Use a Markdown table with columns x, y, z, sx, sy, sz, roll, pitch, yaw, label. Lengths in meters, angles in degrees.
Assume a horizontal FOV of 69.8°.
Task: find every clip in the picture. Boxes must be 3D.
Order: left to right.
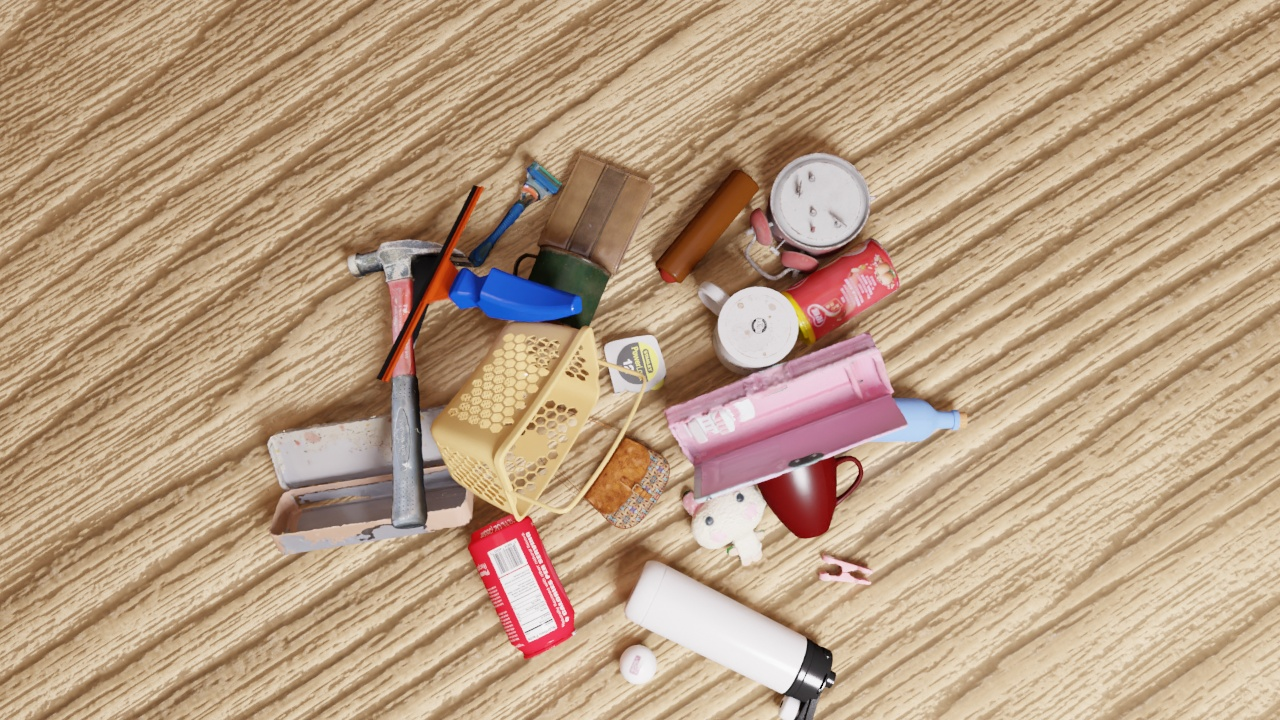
| x | y | z | sx | sy | sz | roll | pitch | yaw | label |
| --- | --- | --- | --- | --- | --- | --- | --- | --- | --- |
| 0.222 | 0.234 | 0.999 | 0.060 | 0.023 | 0.044 | 31 | 90 | 6 | clip |

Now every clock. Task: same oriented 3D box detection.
| x | y | z | sx | sy | sz | roll | pitch | yaw | label |
| --- | --- | --- | --- | --- | --- | --- | --- | --- | --- |
| 0.184 | -0.159 | 1.026 | 0.110 | 0.062 | 0.156 | 44 | 87 | 5 | clock |

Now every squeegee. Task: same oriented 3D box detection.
| x | y | z | sx | sy | sz | roll | pitch | yaw | label |
| --- | --- | --- | --- | --- | --- | --- | --- | --- | --- |
| -0.143 | -0.068 | 0.960 | 0.185 | 0.055 | 0.248 | 10 | 66 | 27 | squeegee |

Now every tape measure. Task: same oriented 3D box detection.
| x | y | z | sx | sy | sz | roll | pitch | yaw | label |
| --- | --- | --- | --- | --- | --- | --- | --- | --- | --- |
| -0.006 | 0.006 | 1.034 | 0.065 | 0.017 | 0.064 | -14 | 83 | 0 | tape measure |

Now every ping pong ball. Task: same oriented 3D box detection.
| x | y | z | sx | sy | sz | roll | pitch | yaw | label |
| --- | --- | --- | --- | --- | --- | --- | --- | --- | --- |
| -0.003 | 0.326 | 0.985 | 0.040 | 0.040 | 0.040 | 0 | 83 | 1 | ping pong ball |

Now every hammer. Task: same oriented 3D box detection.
| x | y | z | sx | sy | sz | roll | pitch | yaw | label |
| --- | --- | --- | --- | --- | --- | --- | --- | --- | --- |
| -0.246 | 0.017 | 0.992 | 0.140 | 0.036 | 0.325 | -10 | 69 | 7 | hammer |

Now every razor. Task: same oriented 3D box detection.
| x | y | z | sx | sy | sz | roll | pitch | yaw | label |
| --- | --- | --- | --- | --- | --- | --- | --- | --- | --- |
| -0.152 | -0.164 | 1.058 | 0.044 | 0.018 | 0.141 | 41 | 89 | -14 | razor |

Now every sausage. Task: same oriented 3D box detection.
| x | y | z | sx | sy | sz | roll | pitch | yaw | label |
| --- | --- | --- | --- | --- | --- | --- | --- | --- | --- |
| 0.075 | -0.150 | 1.041 | 0.040 | 0.040 | 0.155 | 39 | 86 | 6 | sausage |

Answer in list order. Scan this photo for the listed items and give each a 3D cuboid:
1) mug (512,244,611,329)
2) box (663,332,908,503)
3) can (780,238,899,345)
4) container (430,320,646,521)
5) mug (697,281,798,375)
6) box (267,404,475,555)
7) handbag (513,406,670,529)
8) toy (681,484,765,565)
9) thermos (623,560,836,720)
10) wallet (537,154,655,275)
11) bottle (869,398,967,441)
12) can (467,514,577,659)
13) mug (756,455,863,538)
| x | y | z | sx | sy | sz | roll | pitch | yaw | label |
| --- | --- | --- | --- | --- | --- | --- | --- | --- | --- |
| -0.098 | -0.078 | 1.017 | 0.111 | 0.085 | 0.081 | 20 | 85 | 20 | mug |
| 0.152 | 0.072 | 0.947 | 0.233 | 0.099 | 0.106 | -21 | 48 | 10 | box |
| 0.218 | -0.075 | 1.012 | 0.124 | 0.067 | 0.066 | -32 | 83 | -2 | can |
| -0.097 | 0.064 | 0.944 | 0.167 | 0.129 | 0.182 | 17 | 54 | 21 | container |
| 0.109 | -0.042 | 0.996 | 0.119 | 0.096 | 0.083 | 43 | 86 | 6 | mug |
| -0.294 | 0.126 | 0.993 | 0.217 | 0.096 | 0.114 | -10 | 40 | 1 | box |
| -0.063 | 0.102 | 1.016 | 0.196 | 0.043 | 0.093 | 34 | 83 | 9 | handbag |
| 0.096 | 0.171 | 0.999 | 0.087 | 0.050 | 0.112 | -34 | 78 | -2 | toy |
| 0.091 | 0.305 | 0.975 | 0.230 | 0.068 | 0.101 | 26 | 97 | 3 | thermos |
| -0.050 | -0.167 | 1.049 | 0.099 | 0.027 | 0.121 | 22 | 79 | 6 | wallet |
| 0.290 | 0.065 | 1.003 | 0.131 | 0.048 | 0.048 | 0 | 83 | 2 | bottle |
| -0.126 | 0.238 | 0.981 | 0.074 | 0.074 | 0.142 | -26 | 83 | -2 | can |
| 0.186 | 0.139 | 0.984 | 0.114 | 0.087 | 0.088 | -17 | 101 | 2 | mug |
